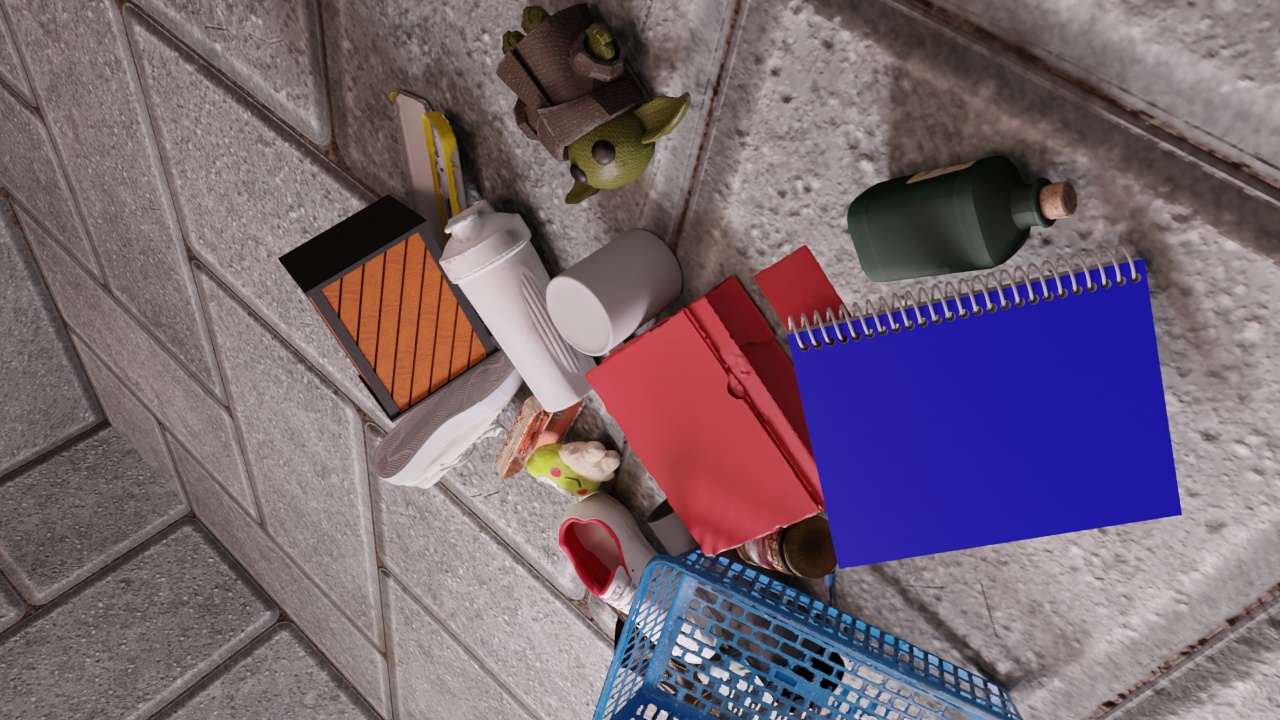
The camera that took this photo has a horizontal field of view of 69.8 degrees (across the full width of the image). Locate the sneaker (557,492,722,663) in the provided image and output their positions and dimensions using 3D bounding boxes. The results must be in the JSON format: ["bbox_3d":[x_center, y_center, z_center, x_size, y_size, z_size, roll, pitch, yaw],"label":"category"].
[{"bbox_3d":[-0.009,0.262,1.051,0.090,0.104,0.236,-42,82,19],"label":"sneaker"}]

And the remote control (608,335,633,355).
[{"bbox_3d":[-0.005,0.005,0.925,0.136,0.015,0.032,55,145,-7],"label":"remote control"}]

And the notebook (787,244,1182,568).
[{"bbox_3d":[0.211,0.033,0.574,0.209,0.022,0.171,-12,100,12],"label":"notebook"}]

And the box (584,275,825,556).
[{"bbox_3d":[0.066,0.058,0.825,0.214,0.153,0.164,56,169,-5],"label":"box"}]

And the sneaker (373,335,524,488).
[{"bbox_3d":[-0.205,0.065,1.089,0.090,0.242,0.089,31,-159,-50],"label":"sneaker"}]

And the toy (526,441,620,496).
[{"bbox_3d":[-0.075,0.122,1.066,0.092,0.046,0.115,37,137,-28],"label":"toy"}]

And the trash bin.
[{"bbox_3d":[-0.274,-0.060,1.006,0.140,0.139,0.172,34,154,53],"label":"trash bin"}]

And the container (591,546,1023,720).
[{"bbox_3d":[0.151,0.334,0.858,0.362,0.089,0.258,23,116,13],"label":"container"}]

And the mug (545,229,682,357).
[{"bbox_3d":[-0.025,-0.050,0.828,0.078,0.096,0.112,38,142,20],"label":"mug"}]

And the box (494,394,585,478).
[{"bbox_3d":[-0.120,0.085,1.077,0.042,0.082,0.187,56,148,16],"label":"box"}]

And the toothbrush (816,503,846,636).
[{"bbox_3d":[0.184,0.201,0.883,0.017,0.016,0.189,7,126,29],"label":"toothbrush"}]

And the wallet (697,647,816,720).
[{"bbox_3d":[0.138,0.365,1.044,0.100,0.054,0.132,47,144,-8],"label":"wallet"}]

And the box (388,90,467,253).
[{"bbox_3d":[-0.221,-0.177,0.995,0.130,0.036,0.210,38,145,36],"label":"box"}]

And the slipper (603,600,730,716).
[{"bbox_3d":[0.021,0.360,1.149,0.268,0.075,0.113,43,144,12],"label":"slipper"}]

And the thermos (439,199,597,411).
[{"bbox_3d":[-0.125,-0.056,0.944,0.100,0.099,0.220,-6,119,50],"label":"thermos"}]

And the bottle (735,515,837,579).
[{"bbox_3d":[0.134,0.169,0.853,0.056,0.056,0.105,57,160,-7],"label":"bottle"}]

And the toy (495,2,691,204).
[{"bbox_3d":[-0.050,-0.208,0.737,0.153,0.078,0.180,56,142,-6],"label":"toy"}]

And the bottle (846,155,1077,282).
[{"bbox_3d":[0.202,-0.089,0.572,0.131,0.061,0.061,-4,115,49],"label":"bottle"}]

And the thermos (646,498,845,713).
[{"bbox_3d":[0.109,0.238,0.940,0.240,0.082,0.082,55,145,-3],"label":"thermos"}]
